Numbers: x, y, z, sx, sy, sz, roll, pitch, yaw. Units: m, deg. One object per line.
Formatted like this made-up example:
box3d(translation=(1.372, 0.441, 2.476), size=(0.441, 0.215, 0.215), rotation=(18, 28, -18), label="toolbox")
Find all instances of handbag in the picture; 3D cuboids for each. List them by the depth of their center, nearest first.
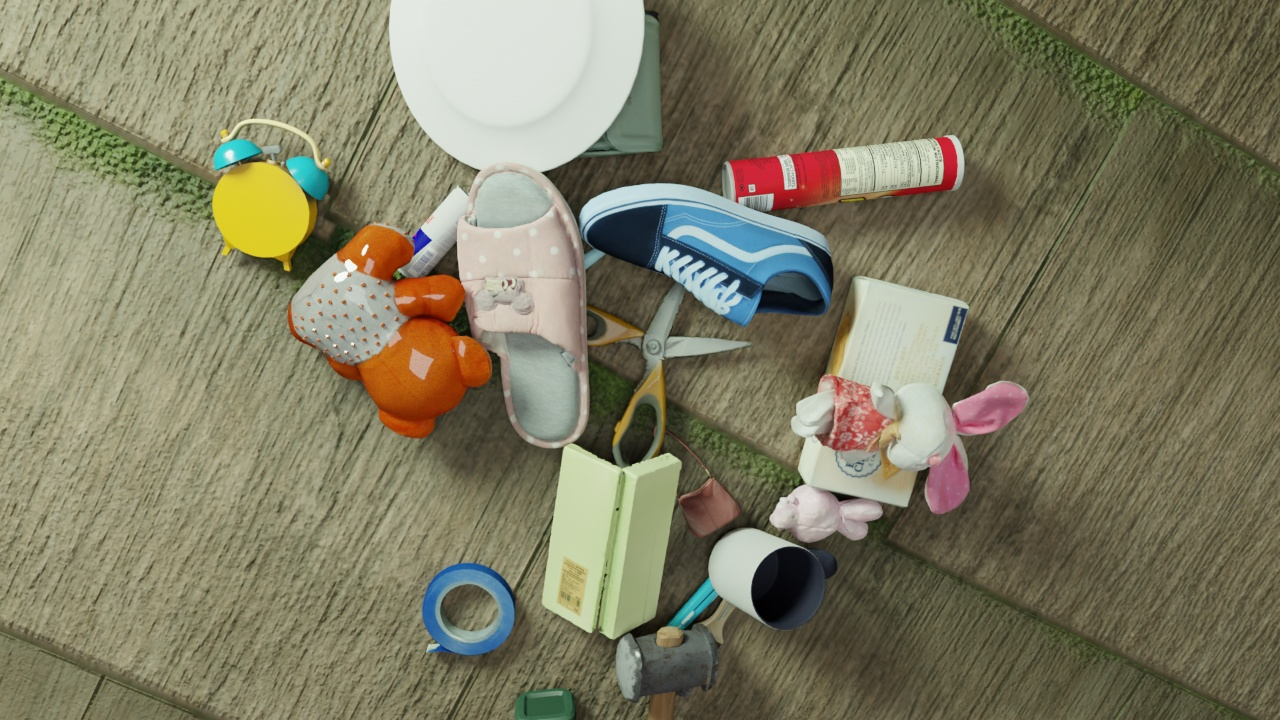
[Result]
box3d(translation=(-0.034, -0.245, 0.816), size=(0.106, 0.067, 0.122), rotation=(-4, 101, -5), label="handbag")
box3d(translation=(0.048, 0.115, 0.915), size=(0.055, 0.029, 0.119), rotation=(-32, 97, 4), label="handbag")

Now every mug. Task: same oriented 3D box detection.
box3d(translation=(0.136, 0.206, 0.895), size=(0.111, 0.097, 0.078), rotation=(-11, 94, -18), label="mug")

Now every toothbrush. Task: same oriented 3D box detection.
box3d(translation=(-0.039, -0.103, 0.868), size=(0.155, 0.016, 0.022), rotation=(-35, 93, 3), label="toothbrush")

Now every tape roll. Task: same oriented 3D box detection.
box3d(translation=(-0.173, 0.251, 0.926), size=(0.091, 0.016, 0.093), rotation=(1, 101, -4), label="tape roll")

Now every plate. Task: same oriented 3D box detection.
box3d(translation=(-0.113, -0.280, 0.778), size=(0.243, 0.016, 0.242), rotation=(4, 103, 19), label="plate")

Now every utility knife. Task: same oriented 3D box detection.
box3d(translation=(0.040, 0.275, 0.950), size=(0.022, 0.015, 0.162), rotation=(37, 99, -19), label="utility knife")

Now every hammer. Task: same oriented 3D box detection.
box3d(translation=(0.016, 0.418, 0.947), size=(0.098, 0.052, 0.329), rotation=(-2, 110, -20), label="hammer")

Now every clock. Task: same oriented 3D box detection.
box3d(translation=(-0.335, -0.150, 0.825), size=(0.099, 0.043, 0.130), rotation=(15, 107, -7), label="clock")

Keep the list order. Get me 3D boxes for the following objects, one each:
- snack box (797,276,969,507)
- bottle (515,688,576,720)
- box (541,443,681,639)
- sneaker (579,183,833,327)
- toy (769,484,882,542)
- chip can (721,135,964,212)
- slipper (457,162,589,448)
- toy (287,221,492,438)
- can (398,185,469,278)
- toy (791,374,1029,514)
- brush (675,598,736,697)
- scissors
box3d(translation=(0.233, 0.030, 0.894), size=(0.104, 0.057, 0.208), rotation=(13, 99, -6), label="snack box")
box3d(translation=(-0.094, 0.411, 0.940), size=(0.061, 0.061, 0.131), rotation=(-4, 101, -6), label="bottle")
box3d(translation=(-0.028, 0.178, 0.887), size=(0.127, 0.066, 0.188), rotation=(9, 111, -4), label="box")
box3d(translation=(0.064, -0.087, 0.820), size=(0.241, 0.098, 0.084), rotation=(10, 142, -13), label="sneaker")
box3d(translation=(0.183, 0.153, 0.919), size=(0.110, 0.047, 0.064), rotation=(10, 131, -9), label="toy")
box3d(translation=(0.186, -0.172, 0.854), size=(0.214, 0.051, 0.052), rotation=(-7, 101, -3), label="chip can")
box3d(translation=(-0.102, -0.041, 0.831), size=(0.114, 0.054, 0.275), rotation=(-2, 112, 18), label="slipper")
box3d(translation=(-0.223, -0.021, 0.828), size=(0.164, 0.092, 0.172), rotation=(-38, 103, 22), label="toy")
box3d(translation=(-0.186, -0.116, 0.846), size=(0.032, 0.032, 0.095), rotation=(41, 95, -11), label="can")
box3d(translation=(0.233, 0.061, 0.829), size=(0.194, 0.084, 0.159), rotation=(14, 127, -7), label="toy")
box3d(translation=(0.069, 0.287, 0.954), size=(0.039, 0.012, 0.151), rotation=(29, 98, -10), label="brush")
box3d(translation=(-0.005, 0.004, 0.886), size=(0.225, 0.016, 0.230), rotation=(3, 96, -3), label="scissors")
